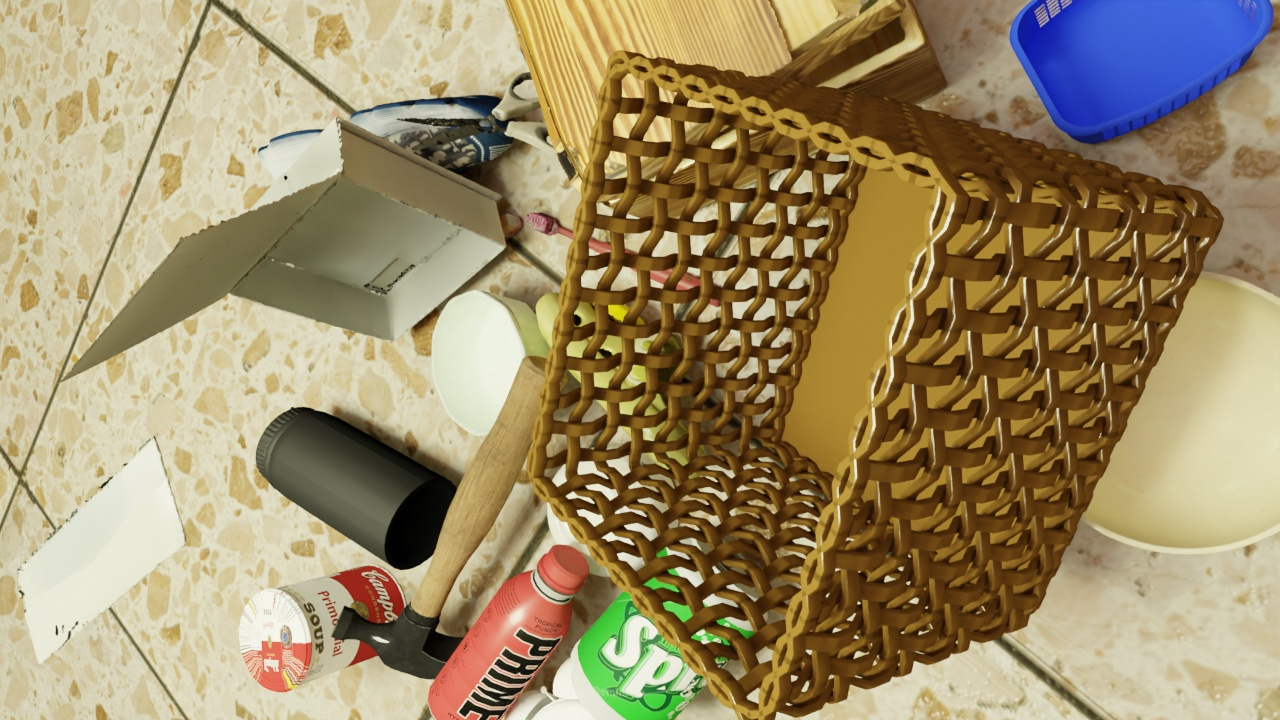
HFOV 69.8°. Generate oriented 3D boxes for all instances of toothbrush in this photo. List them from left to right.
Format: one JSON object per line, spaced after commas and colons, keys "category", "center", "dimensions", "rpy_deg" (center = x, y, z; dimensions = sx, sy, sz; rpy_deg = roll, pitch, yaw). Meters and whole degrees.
{"category": "toothbrush", "center": [-0.177, -0.082, 0.819], "dimensions": [0.185, 0.015, 0.015], "rpy_deg": [-28, 70, 28]}
{"category": "toothbrush", "center": [-0.017, -0.083, 0.726], "dimensions": [0.190, 0.016, 0.016], "rpy_deg": [26, 102, 27]}

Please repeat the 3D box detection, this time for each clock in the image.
{"category": "clock", "center": [-0.038, 0.318, 0.708], "dimensions": [0.126, 0.072, 0.161], "rpy_deg": [-42, 71, 23]}

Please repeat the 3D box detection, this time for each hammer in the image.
{"category": "hammer", "center": [-0.131, 0.131, 0.726], "dimensions": [0.132, 0.040, 0.306], "rpy_deg": [24, 112, -11]}

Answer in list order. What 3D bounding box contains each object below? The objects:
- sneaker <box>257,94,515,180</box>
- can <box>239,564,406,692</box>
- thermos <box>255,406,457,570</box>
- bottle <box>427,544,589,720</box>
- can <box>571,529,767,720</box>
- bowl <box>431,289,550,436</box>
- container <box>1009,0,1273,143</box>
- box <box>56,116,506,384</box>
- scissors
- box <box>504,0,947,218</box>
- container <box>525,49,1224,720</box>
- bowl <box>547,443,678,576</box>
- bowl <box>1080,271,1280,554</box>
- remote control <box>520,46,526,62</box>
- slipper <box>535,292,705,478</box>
{"category": "sneaker", "center": [-0.214, -0.152, 0.807], "dimensions": [0.270, 0.103, 0.132], "rpy_deg": [-7, 102, 30]}
{"category": "can", "center": [-0.282, 0.237, 0.821], "dimensions": [0.087, 0.116, 0.086], "rpy_deg": [0, 90, 30]}
{"category": "thermos", "center": [-0.267, 0.106, 0.830], "dimensions": [0.199, 0.086, 0.086], "rpy_deg": [23, 101, 28]}
{"category": "bottle", "center": [-0.098, 0.213, 0.706], "dimensions": [0.062, 0.062, 0.177], "rpy_deg": [44, 113, 22]}
{"category": "can", "center": [0.020, 0.195, 0.657], "dimensions": [0.088, 0.087, 0.140], "rpy_deg": [44, 102, 22]}
{"category": "bowl", "center": [-0.112, 0.000, 0.750], "dimensions": [0.118, 0.061, 0.117], "rpy_deg": [7, 101, 41]}
{"category": "container", "center": [0.285, -0.185, 0.530], "dimensions": [0.114, 0.058, 0.096], "rpy_deg": [-29, 76, 27]}
{"category": "box", "center": [-0.294, -0.079, 0.610], "dimensions": [0.167, 0.477, 0.119], "rpy_deg": [-35, 79, 28]}
{"category": "scissors", "center": [-0.099, -0.180, 0.708], "dimensions": [0.154, 0.162, 0.013], "rpy_deg": [30, 137, -6]}
{"category": "box", "center": [0.029, -0.268, 0.617], "dimensions": [0.246, 0.167, 0.279], "rpy_deg": [-24, 80, 28]}
{"category": "container", "center": [0.103, -0.001, 0.485], "dimensions": [0.219, 0.213, 0.252], "rpy_deg": [38, 123, 45]}
{"category": "bowl", "center": [-0.028, 0.118, 0.714], "dimensions": [0.105, 0.054, 0.105], "rpy_deg": [1, 92, 31]}
{"category": "bowl", "center": [0.298, 0.027, 0.514], "dimensions": [0.151, 0.075, 0.150], "rpy_deg": [0, 90, 30]}
{"category": "remote control", "center": [-0.051, -0.287, 0.749], "dimensions": [0.125, 0.009, 0.046], "rpy_deg": [-19, 81, 28]}
{"category": "slipper", "center": [-0.004, 0.004, 0.679], "dimensions": [0.081, 0.091, 0.190], "rpy_deg": [-43, 61, 2]}
